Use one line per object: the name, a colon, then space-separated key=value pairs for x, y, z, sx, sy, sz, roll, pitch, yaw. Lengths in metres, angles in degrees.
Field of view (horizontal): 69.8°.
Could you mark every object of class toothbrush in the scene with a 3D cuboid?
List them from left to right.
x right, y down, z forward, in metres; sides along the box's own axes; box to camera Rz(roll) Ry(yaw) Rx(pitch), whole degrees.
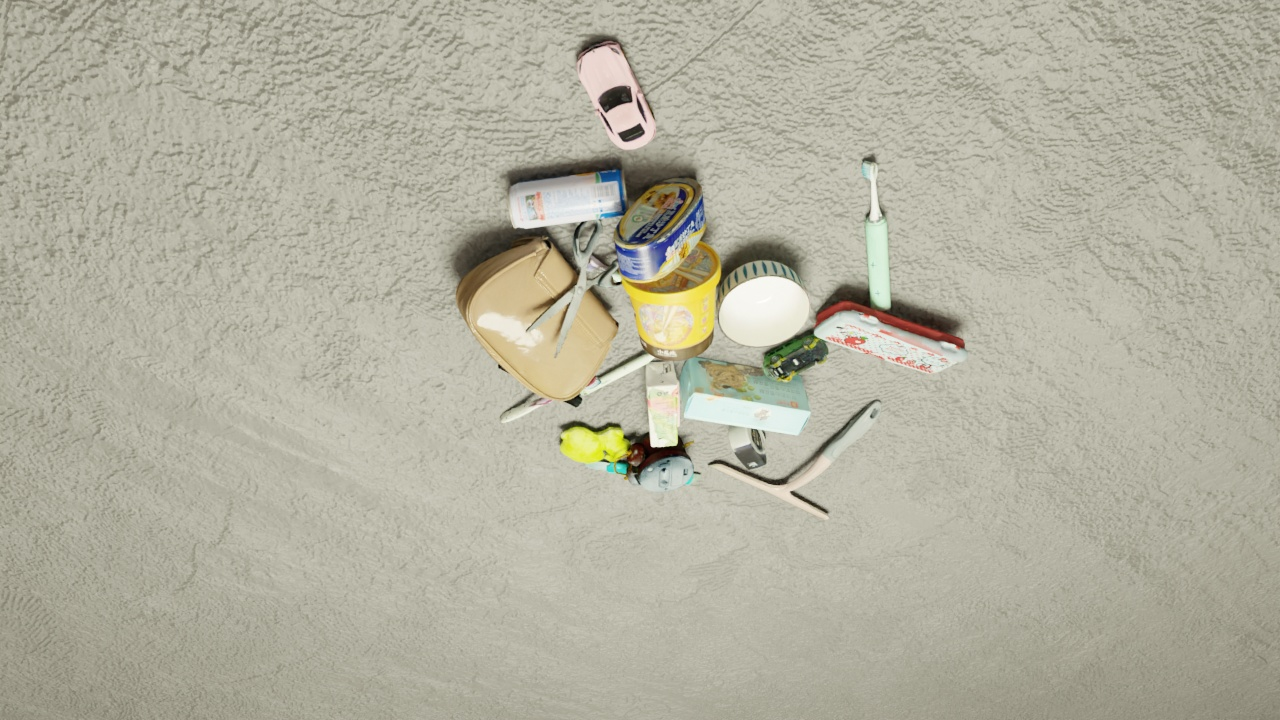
toothbrush: x=-0.127 y=0.055 z=1.266 sx=0.188 sy=0.016 sz=0.017 roll=-24 pitch=144 yaw=34
toothbrush: x=-0.007 y=0.007 z=1.244 sx=0.190 sy=0.020 sz=0.029 roll=-26 pitch=131 yaw=26
toothbrush: x=0.002 y=-0.079 z=1.174 sx=0.189 sy=0.029 sz=0.021 roll=33 pitch=84 yaw=-31
toothbrush: x=0.290 y=-0.147 z=1.127 sx=0.027 sy=0.026 sz=0.225 roll=25 pitch=146 yaw=37

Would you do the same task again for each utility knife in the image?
utility knife: x=0.004 y=0.169 z=1.404 sx=0.186 sy=0.013 sz=0.029 roll=10 pitch=129 yaw=-15

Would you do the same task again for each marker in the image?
marker: x=-0.137 y=0.031 z=1.262 sx=0.132 sy=0.020 sz=0.022 roll=30 pitch=167 yaw=-28

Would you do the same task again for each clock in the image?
clock: x=0.021 y=0.151 z=1.352 sx=0.122 sy=0.055 sz=0.082 roll=-7 pitch=135 yaw=-9

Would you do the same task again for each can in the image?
can: x=-0.082 y=-0.184 z=1.048 sx=0.134 sy=0.053 sz=0.053 roll=-7 pitch=132 yaw=2
can: x=0.023 y=-0.149 z=1.033 sx=0.075 sy=0.147 sz=0.049 roll=15 pitch=136 yaw=26

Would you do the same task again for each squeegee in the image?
squeegee: x=0.275 y=0.147 z=1.387 sx=0.247 sy=0.040 sz=0.250 roll=27 pitch=124 yaw=-25

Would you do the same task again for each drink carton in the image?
drink carton: x=0.032 y=0.061 z=1.281 sx=0.045 sy=0.053 sz=0.123 roll=-5 pitch=133 yaw=-1

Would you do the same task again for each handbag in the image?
handbag: x=-0.127 y=-0.053 z=1.135 sx=0.147 sy=0.100 sz=0.204 roll=-42 pitch=126 yaw=-3

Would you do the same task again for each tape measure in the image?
tape measure: x=0.156 y=0.116 z=1.331 sx=0.034 sy=0.065 sz=0.066 roll=-22 pitch=129 yaw=25

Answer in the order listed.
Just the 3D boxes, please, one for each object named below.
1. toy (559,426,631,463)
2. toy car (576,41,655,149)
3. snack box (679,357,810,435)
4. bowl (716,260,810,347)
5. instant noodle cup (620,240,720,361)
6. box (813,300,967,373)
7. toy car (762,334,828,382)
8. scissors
toy: x=-0.069 y=0.125 z=1.347 sx=0.100 sy=0.031 sz=0.097 roll=-20 pitch=133 yaw=13
toy car: x=-0.025 y=-0.279 z=0.979 sx=0.056 sy=0.037 sz=0.122 roll=-21 pitch=129 yaw=13
snack box: x=0.143 y=0.049 z=1.263 sx=0.174 sy=0.074 sz=0.052 roll=9 pitch=130 yaw=-13
bowl: x=0.150 y=-0.080 z=1.152 sx=0.116 sy=0.066 sz=0.117 roll=-2 pitch=133 yaw=-2
instant noodle cup: x=0.040 y=-0.071 z=1.114 sx=0.118 sy=0.118 sz=0.115 roll=-7 pitch=132 yaw=2
box: x=0.330 y=-0.027 z=1.207 sx=0.201 sy=0.046 sz=0.087 roll=16 pitch=161 yaw=-17
toy car: x=0.210 y=-0.005 z=1.244 sx=0.091 sy=0.036 sz=0.043 roll=-26 pitch=128 yaw=20
scissors: x=-0.069 y=-0.090 z=1.094 sx=0.177 sy=0.014 sz=0.159 roll=-17 pitch=107 yaw=-37
